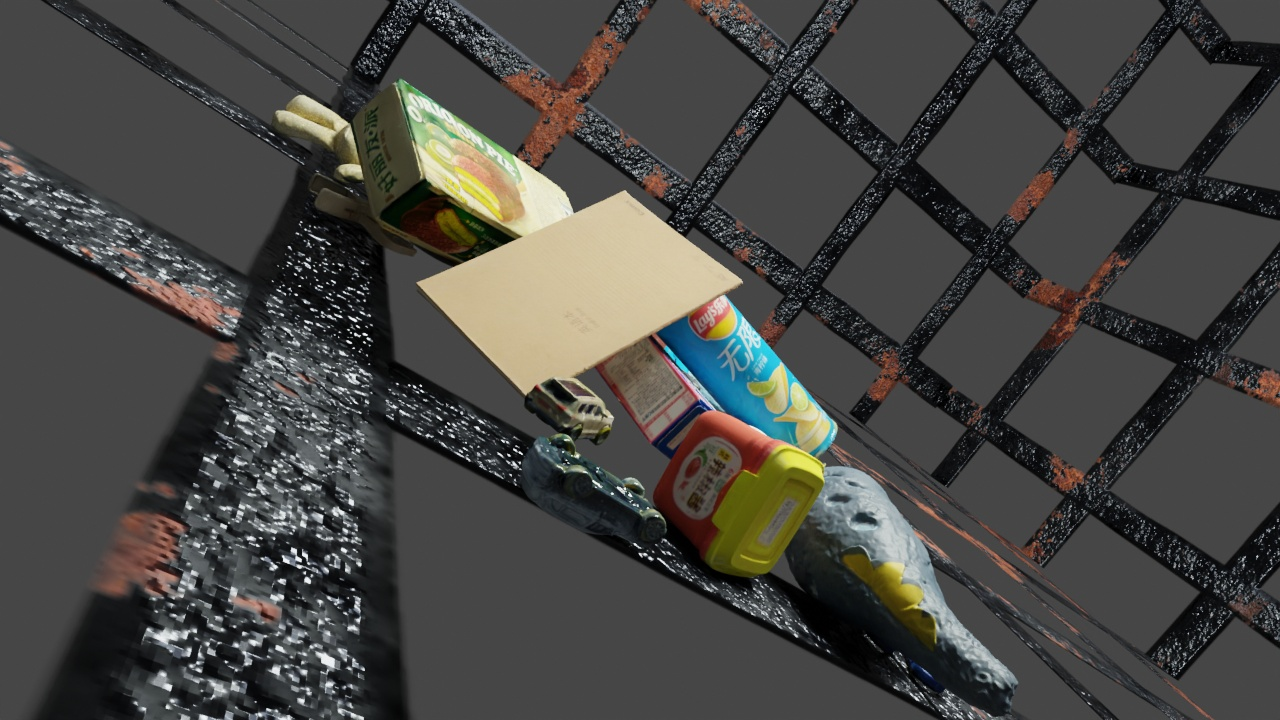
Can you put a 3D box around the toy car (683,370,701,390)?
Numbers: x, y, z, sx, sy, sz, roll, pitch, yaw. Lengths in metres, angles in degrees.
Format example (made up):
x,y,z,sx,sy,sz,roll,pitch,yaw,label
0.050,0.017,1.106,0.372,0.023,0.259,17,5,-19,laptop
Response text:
x,y,z,sx,sy,sz,roll,pitch,yaw,label
0.017,0.022,0.951,0.105,0.031,0.049,8,28,-42,toy car

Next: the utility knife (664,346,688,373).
x,y,z,sx,sy,sz,roll,pitch,yaw,label
0.039,0.017,1.022,0.034,0.018,0.160,11,30,-3,utility knife

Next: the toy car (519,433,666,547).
x,y,z,sx,sy,sz,roll,pitch,yaw,label
-0.024,0.073,0.489,0.090,0.034,0.043,34,5,-31,toy car

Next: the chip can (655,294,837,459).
x,y,z,sx,sy,sz,roll,pitch,yaw,label
0.082,0.004,0.808,0.210,0.071,0.071,48,5,-13,chip can

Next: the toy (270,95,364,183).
x,y,z,sx,sy,sz,roll,pitch,yaw,label
-0.295,-0.212,0.931,0.157,0.066,0.104,31,41,-12,toy

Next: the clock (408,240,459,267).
x,y,z,sx,sy,sz,roll,pitch,yaw,label
-0.192,-0.131,0.881,0.082,0.055,0.121,37,10,1,clock

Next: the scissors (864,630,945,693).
x,y,z,sx,sy,sz,roll,pitch,yaw,label
0.201,0.212,0.731,0.126,0.012,0.173,35,6,-13,scissors

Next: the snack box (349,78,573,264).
x,y,z,sx,sy,sz,roll,pitch,yaw,label
-0.139,-0.138,0.816,0.240,0.063,0.114,24,40,-55,snack box

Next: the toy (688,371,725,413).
x,y,z,sx,sy,sz,roll,pitch,yaw,label
0.073,0.033,1.088,0.156,0.050,0.161,23,10,-13,toy

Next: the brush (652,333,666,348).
x,y,z,sx,sy,sz,roll,pitch,yaw,label
-0.040,-0.046,1.015,0.146,0.063,0.069,36,-5,9,brush

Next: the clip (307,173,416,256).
x,y,z,sx,sy,sz,roll,pitch,yaw,label
-0.227,-0.123,0.769,0.099,0.035,0.070,27,13,-33,clip

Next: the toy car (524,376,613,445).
x,y,z,sx,sy,sz,roll,pitch,yaw,label
-0.045,0.034,0.631,0.042,0.035,0.090,41,6,18,toy car

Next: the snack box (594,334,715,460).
x,y,z,sx,sy,sz,roll,pitch,yaw,label
-0.005,0.005,0.811,0.057,0.058,0.207,43,6,-46,snack box

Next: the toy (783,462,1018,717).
x,y,z,sx,sy,sz,roll,pitch,yaw,label
0.169,0.141,0.696,0.138,0.091,0.356,30,10,-3,toy

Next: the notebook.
x,y,z,sx,sy,sz,roll,pitch,yaw,label
-0.045,-0.059,0.721,0.149,0.211,0.012,41,-34,31,notebook

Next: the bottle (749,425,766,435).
x,y,z,sx,sy,sz,roll,pitch,yaw,label
0.081,0.082,0.781,0.108,0.063,0.063,40,9,32,bottle

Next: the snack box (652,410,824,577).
x,y,z,sx,sy,sz,roll,pitch,yaw,label
0.062,0.085,0.601,0.080,0.091,0.082,34,4,40,snack box
